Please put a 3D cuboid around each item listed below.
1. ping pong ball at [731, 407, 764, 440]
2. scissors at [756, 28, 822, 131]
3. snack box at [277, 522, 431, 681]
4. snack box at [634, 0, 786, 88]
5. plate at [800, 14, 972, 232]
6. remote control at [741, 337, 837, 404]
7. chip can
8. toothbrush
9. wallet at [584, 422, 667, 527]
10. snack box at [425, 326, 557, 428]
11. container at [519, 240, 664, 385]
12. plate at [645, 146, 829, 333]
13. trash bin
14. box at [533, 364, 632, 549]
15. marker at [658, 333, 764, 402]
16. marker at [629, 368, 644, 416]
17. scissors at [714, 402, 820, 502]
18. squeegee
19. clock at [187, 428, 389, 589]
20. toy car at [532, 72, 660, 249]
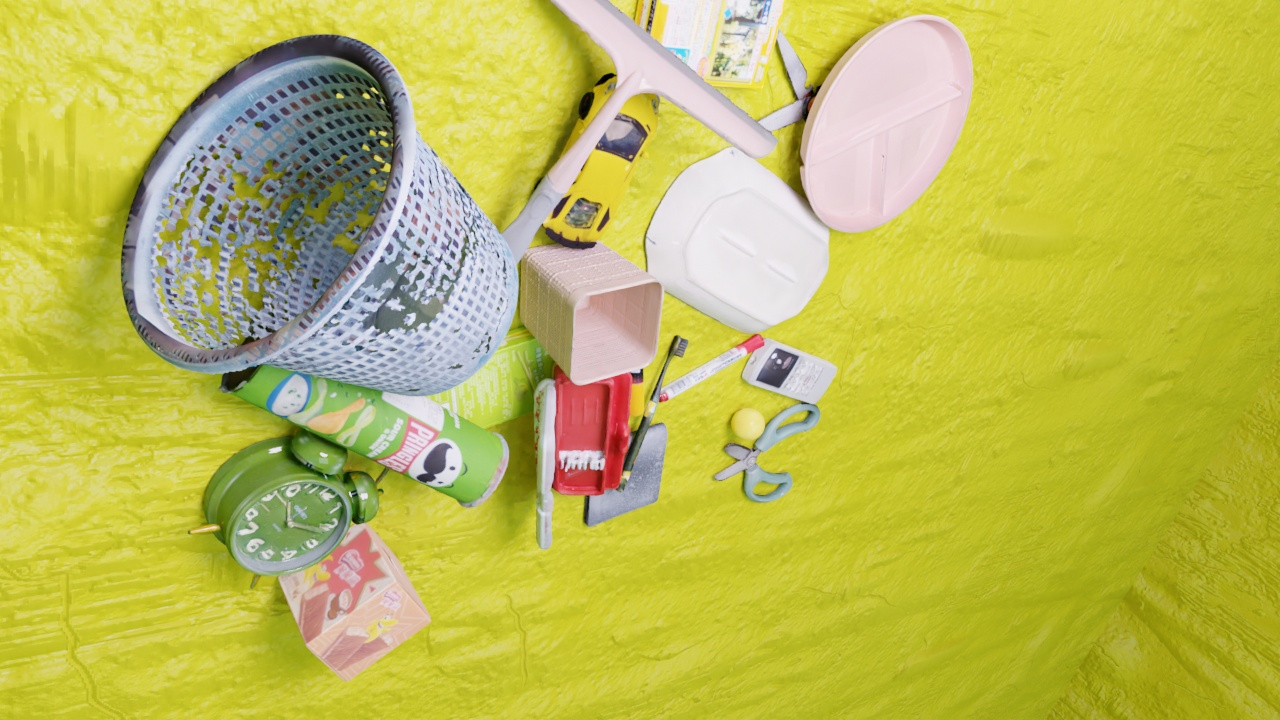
[{"bbox_3d":[0.129,0.076,1.104,0.040,0.040,0.040,-21,131,-26],"label":"ping pong ball"},{"bbox_3d":[0.188,-0.256,0.923,0.220,0.022,0.234,-41,137,-8],"label":"scissors"},{"bbox_3d":[-0.267,0.222,0.856,0.094,0.093,0.077,-35,135,-13],"label":"snack box"},{"bbox_3d":[0.058,-0.284,0.792,0.140,0.034,0.087,-8,124,-33],"label":"snack box"},{"bbox_3d":[0.252,-0.242,0.949,0.229,0.028,0.230,-21,133,-25],"label":"plate"},{"bbox_3d":[0.184,0.015,1.117,0.149,0.021,0.058,16,109,-45],"label":"remote control"},{"bbox_3d":[-0.219,0.045,0.755,0.236,0.072,0.072,35,95,-37],"label":"chip can"},{"bbox_3d":[0.012,0.060,0.998,0.017,0.012,0.186,17,101,-26],"label":"toothbrush"},{"bbox_3d":[-0.019,0.130,1.044,0.097,0.019,0.121,-15,130,-27],"label":"wallet"},{"bbox_3d":[-0.144,0.022,0.857,0.156,0.026,0.086,-20,131,-26],"label":"snack box"},{"bbox_3d":[-0.049,-0.050,0.818,0.089,0.111,0.090,-15,128,-30],"label":"container"},{"bbox_3d":[0.116,-0.112,0.960,0.265,0.034,0.162,25,103,-46],"label":"plate"},{"bbox_3d":[-0.193,-0.070,0.633,0.226,0.226,0.195,-49,149,2],"label":"trash bin"},{"bbox_3d":[-0.059,0.097,0.894,0.102,0.100,0.202,-2,140,-8],"label":"box"},{"bbox_3d":[0.079,0.008,1.032,0.145,0.017,0.017,-29,134,-19],"label":"marker"},{"bbox_3d":[-0.006,0.006,0.964,0.018,0.015,0.124,-2,124,0],"label":"marker"},{"bbox_3d":[0.174,0.112,1.183,0.181,0.019,0.170,-52,136,6],"label":"scissors"},{"bbox_3d":[-0.061,-0.151,0.736,0.247,0.040,0.250,35,112,-14],"label":"squeegee"},{"bbox_3d":[-0.291,0.118,0.788,0.161,0.056,0.116,-36,137,-13],"label":"clock"},{"bbox_3d":[-0.036,-0.168,0.778,0.071,0.041,0.156,14,118,-32],"label":"toy car"}]
